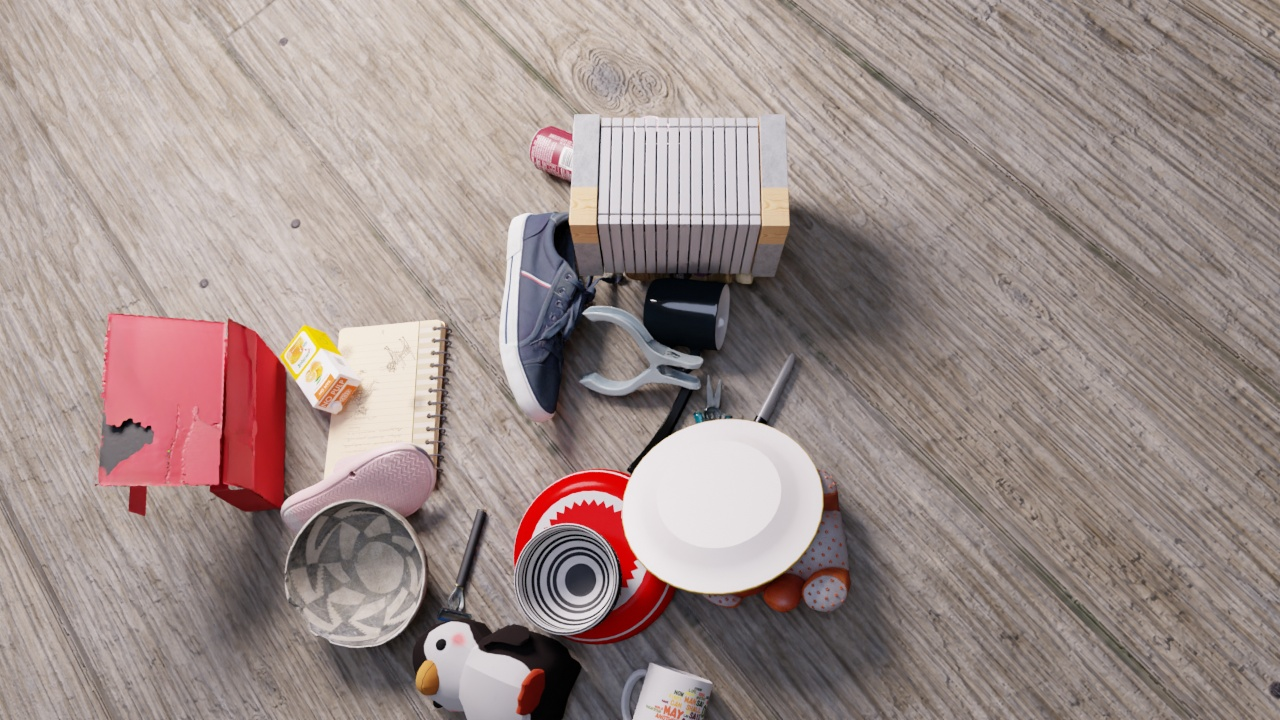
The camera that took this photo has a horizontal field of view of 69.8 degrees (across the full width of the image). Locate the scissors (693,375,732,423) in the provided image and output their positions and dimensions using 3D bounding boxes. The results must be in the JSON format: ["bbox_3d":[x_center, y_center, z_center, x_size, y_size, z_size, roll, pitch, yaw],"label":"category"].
[{"bbox_3d":[0.087,0.097,1.129,0.123,0.019,0.148,43,68,4],"label":"scissors"}]

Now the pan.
[{"bbox_3d":[-0.020,0.170,1.117,0.209,0.067,0.356,25,82,18],"label":"pan"}]

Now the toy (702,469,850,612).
[{"bbox_3d":[0.147,0.210,1.048,0.172,0.093,0.163,-9,70,11],"label":"toy"}]

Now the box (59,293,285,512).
[{"bbox_3d":[-0.530,0.059,1.123,0.121,0.318,0.210,-13,70,16],"label":"box"}]

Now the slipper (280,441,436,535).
[{"bbox_3d":[-0.358,0.170,1.171,0.222,0.107,0.055,-26,31,13],"label":"slipper"}]

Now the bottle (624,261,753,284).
[{"bbox_3d":[0.065,-0.125,1.195,0.166,0.060,0.059,8,73,9],"label":"bottle"}]

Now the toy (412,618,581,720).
[{"bbox_3d":[-0.174,0.360,1.064,0.184,0.139,0.159,14,107,25],"label":"toy"}]

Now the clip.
[{"bbox_3d":[-0.012,0.021,1.162,0.174,0.030,0.159,29,124,9],"label":"clip"}]

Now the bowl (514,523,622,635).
[{"bbox_3d":[-0.075,0.247,1.036,0.120,0.066,0.120,-3,75,12],"label":"bowl"}]

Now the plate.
[{"bbox_3d":[0.089,0.155,1.035,0.230,0.021,0.229,-8,48,9],"label":"plate"}]

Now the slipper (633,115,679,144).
[{"bbox_3d":[0.056,-0.251,1.236,0.094,0.064,0.239,-35,67,-1],"label":"slipper"}]

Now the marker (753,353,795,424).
[{"bbox_3d":[0.160,0.050,1.135,0.016,0.022,0.138,24,79,24],"label":"marker"}]

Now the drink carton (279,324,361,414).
[{"bbox_3d":[-0.433,0.013,1.243,0.058,0.040,0.122,-51,56,7],"label":"drink carton"}]

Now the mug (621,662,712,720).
[{"bbox_3d":[0.021,0.390,1.030,0.105,0.073,0.089,5,71,40],"label":"mug"}]

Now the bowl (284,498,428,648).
[{"bbox_3d":[-0.337,0.258,1.135,0.178,0.081,0.178,0,88,9],"label":"bowl"}]

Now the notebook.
[{"bbox_3d":[-0.339,0.055,1.239,0.167,0.024,0.225,-4,71,12],"label":"notebook"}]

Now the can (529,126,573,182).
[{"bbox_3d":[-0.094,-0.281,1.277,0.114,0.063,0.063,25,78,18],"label":"can"}]

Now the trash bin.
[{"bbox_3d":[0.045,-0.196,1.112,0.247,0.142,0.142,1,72,2],"label":"trash bin"}]

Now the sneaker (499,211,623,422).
[{"bbox_3d":[-0.101,-0.065,1.187,0.127,0.120,0.294,-9,67,22],"label":"sneaker"}]

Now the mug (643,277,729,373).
[{"bbox_3d":[0.055,-0.042,1.160,0.094,0.085,0.121,8,92,15],"label":"mug"}]

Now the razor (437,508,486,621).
[{"bbox_3d":[-0.217,0.256,1.149,0.042,0.022,0.144,23,68,-25],"label":"razor"}]
